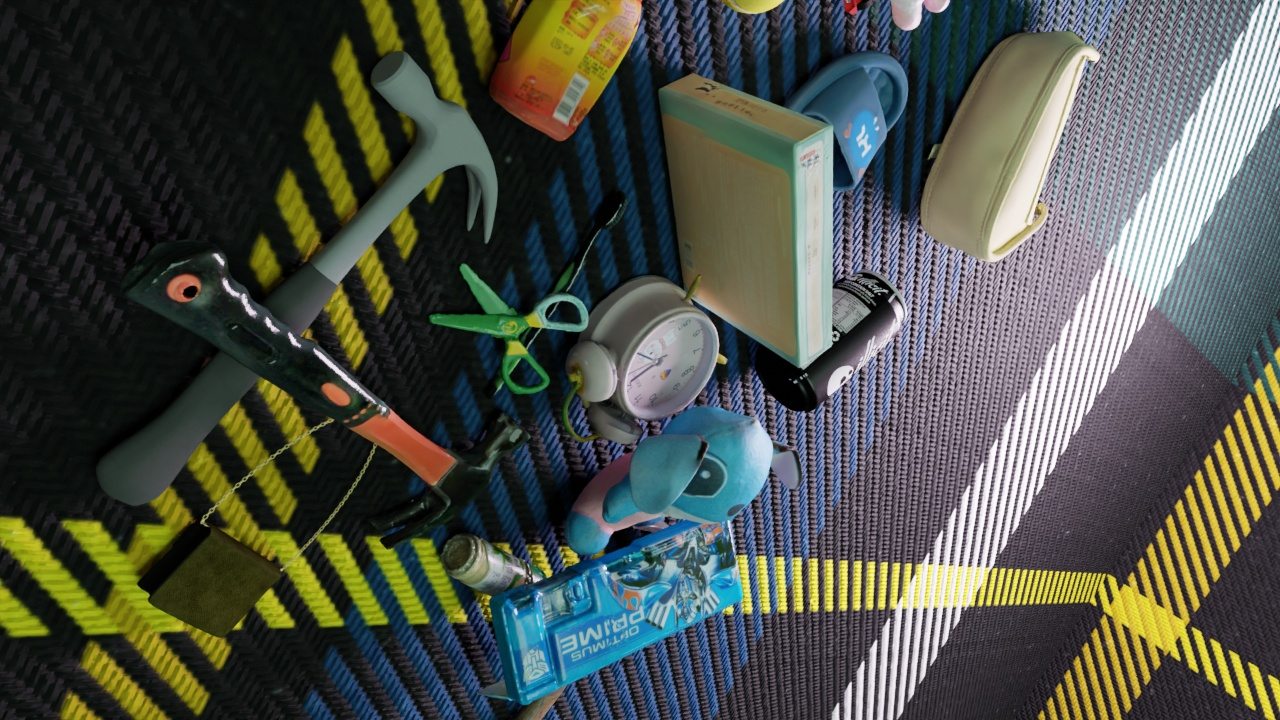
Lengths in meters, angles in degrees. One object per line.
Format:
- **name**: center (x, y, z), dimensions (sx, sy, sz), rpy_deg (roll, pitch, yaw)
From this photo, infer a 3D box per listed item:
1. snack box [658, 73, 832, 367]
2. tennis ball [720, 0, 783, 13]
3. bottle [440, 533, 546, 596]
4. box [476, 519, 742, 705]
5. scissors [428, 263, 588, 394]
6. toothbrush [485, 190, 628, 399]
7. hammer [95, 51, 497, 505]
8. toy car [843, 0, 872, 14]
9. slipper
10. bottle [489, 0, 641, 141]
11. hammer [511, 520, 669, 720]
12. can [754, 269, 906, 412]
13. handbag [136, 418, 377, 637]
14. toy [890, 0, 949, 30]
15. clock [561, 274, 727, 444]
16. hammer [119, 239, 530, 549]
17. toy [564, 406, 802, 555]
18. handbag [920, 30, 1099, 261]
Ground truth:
- **snack box**: center (0.081, -0.105, 0.699), dimensions (0.044, 0.141, 0.194), rpy_deg (-31, 135, -24)
- **tennis ball**: center (0.079, -0.276, 0.637), dimensions (0.065, 0.065, 0.065), rpy_deg (-24, 131, -31)
- **bottle**: center (-0.124, 0.180, 0.781), dimensions (0.042, 0.043, 0.110), rpy_deg (-50, 138, -5)
- **box**: center (-0.033, 0.222, 0.840), dimensions (0.242, 0.114, 0.114), rpy_deg (-15, 98, -34)
- **scissors**: center (-0.090, -0.032, 0.674), dimensions (0.112, 0.012, 0.131), rpy_deg (-39, 128, -9)
- **toothbrush**: center (-0.064, -0.048, 0.700), dimensions (0.188, 0.014, 0.017), rpy_deg (-56, 156, 4)
- **hammer**: center (-0.207, -0.035, 0.562), dimensions (0.310, 0.029, 0.125), rpy_deg (-49, 139, -5)
- **toy car**: center (0.194, -0.321, 0.747), dimensions (0.089, 0.025, 0.038), rpy_deg (-39, 132, -14)
- **slipper**: center (0.154, -0.184, 0.780), dimensions (0.213, 0.059, 0.104), rpy_deg (-40, 135, -14)
- **bottle**: center (-0.037, -0.208, 0.573), dimensions (0.071, 0.048, 0.134), rpy_deg (17, 112, -52)
- **hammer**: center (-0.072, 0.297, 0.921), dimensions (0.330, 0.033, 0.120), rpy_deg (-53, 136, -1)
- **can**: center (0.188, -0.020, 0.906), dimensions (0.145, 0.080, 0.080), rpy_deg (-39, 137, -17)
- **handbag**: center (-0.248, 0.101, 0.627), dimensions (0.177, 0.027, 0.084), rpy_deg (-49, 141, -15)
- **toy**: center (0.208, -0.340, 0.682), dimensions (0.138, 0.101, 0.180), rpy_deg (-39, 133, -26)
- **clock**: center (-0.004, 0.004, 0.757), dimensions (0.157, 0.059, 0.117), rpy_deg (-38, 137, -17)
- **hammer**: center (-0.188, 0.027, 0.586), dimensions (0.133, 0.033, 0.333), rpy_deg (-46, 147, -8)
- **toy**: center (0.037, 0.105, 0.802), dimensions (0.192, 0.099, 0.223), rpy_deg (-32, 160, 33)
- **handbag**: center (0.389, -0.228, 0.960), dimensions (0.190, 0.088, 0.233), rpy_deg (-13, 123, -44)
